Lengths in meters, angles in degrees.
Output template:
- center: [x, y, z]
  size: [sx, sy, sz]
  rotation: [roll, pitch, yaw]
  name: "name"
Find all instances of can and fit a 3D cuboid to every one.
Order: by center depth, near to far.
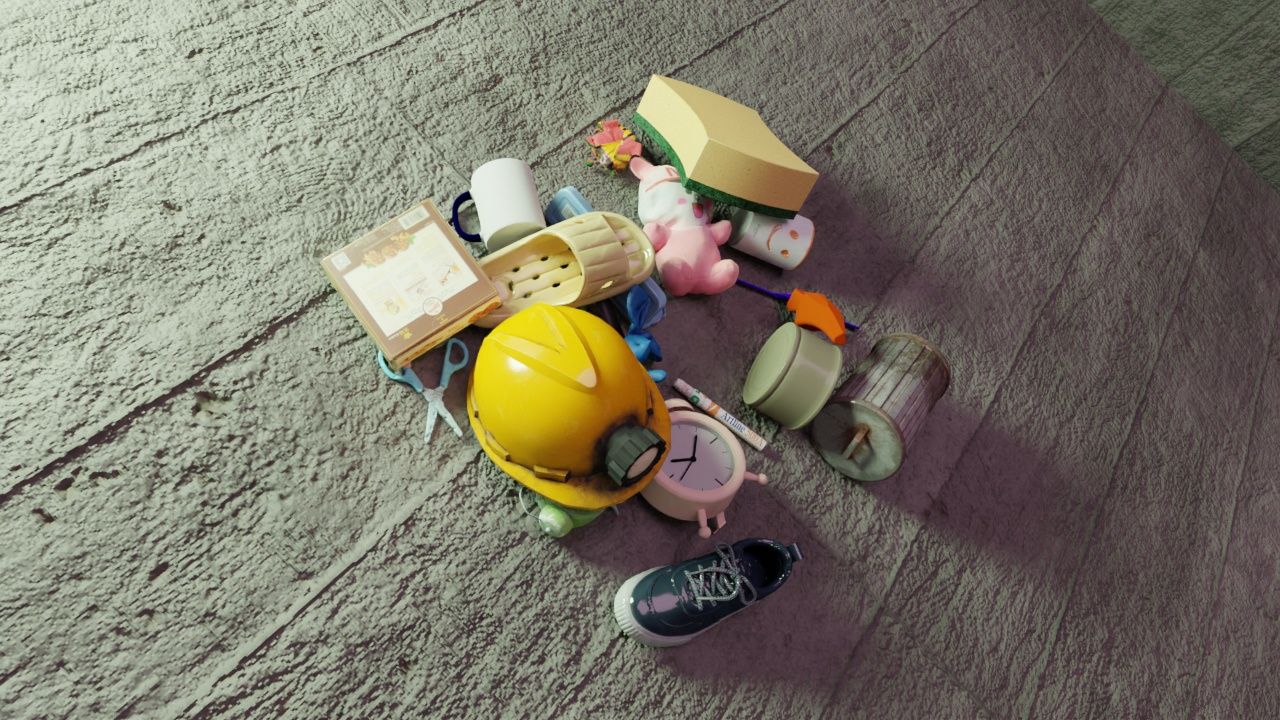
- center: [0.200, 0.020, 1.219]
  size: [0.073, 0.128, 0.127]
  rotation: [29, 52, -10]
  name: "can"

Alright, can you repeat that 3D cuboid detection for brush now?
- center: [0.120, -0.312, 1.336]
  size: [0.194, 0.075, 0.250]
  rotation: [10, 33, -30]
  name: "brush"

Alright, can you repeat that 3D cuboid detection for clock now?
- center: [-0.081, 0.146, 1.035]
  size: [0.119, 0.043, 0.094]
  rotation: [-13, 69, -34]
  name: "clock"
- center: [0.054, 0.130, 1.111]
  size: [0.160, 0.086, 0.130]
  rotation: [45, 50, 12]
  name: "clock"

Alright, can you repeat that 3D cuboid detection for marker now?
- center: [0.104, 0.070, 1.204]
  size: [0.145, 0.017, 0.017]
  rotation: [36, 51, -7]
  name: "marker"

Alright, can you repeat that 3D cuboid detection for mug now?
- center: [-0.182, -0.189, 1.159]
  size: [0.112, 0.079, 0.096]
  rotation: [-14, 68, -6]
  name: "mug"
- center: [0.193, -0.190, 1.368]
  size: [0.105, 0.082, 0.082]
  rotation: [19, 55, -19]
  name: "mug"

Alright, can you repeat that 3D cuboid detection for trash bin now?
- center: [0.333, 0.064, 1.270]
  size: [0.131, 0.131, 0.210]
  rotation: [47, 49, 2]
  name: "trash bin"

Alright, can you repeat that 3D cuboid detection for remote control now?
- center: [-0.054, -0.093, 1.178]
  size: [0.033, 0.015, 0.147]
  rotation: [-24, 92, -80]
  name: "remote control"

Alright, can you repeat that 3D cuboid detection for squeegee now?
- center: [0.246, -0.066, 1.292]
  size: [0.249, 0.055, 0.184]
  rotation: [19, 19, -20]
  name: "squeegee"

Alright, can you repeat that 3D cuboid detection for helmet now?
- center: [-0.082, 0.025, 0.994]
  size: [0.204, 0.131, 0.255]
  rotation: [-38, 65, -22]
  name: "helmet"

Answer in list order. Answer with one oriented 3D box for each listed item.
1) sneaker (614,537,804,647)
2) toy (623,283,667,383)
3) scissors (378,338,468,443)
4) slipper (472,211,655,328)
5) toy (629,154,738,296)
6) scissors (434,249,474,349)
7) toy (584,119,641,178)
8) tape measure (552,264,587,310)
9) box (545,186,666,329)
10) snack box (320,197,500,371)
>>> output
- center: [0.082, 0.254, 1.037]
  size: [0.235, 0.088, 0.089]
  rotation: [-12, 70, -35]
  name: "sneaker"
- center: [-0.007, 0.007, 1.130]
  size: [0.113, 0.071, 0.176]
  rotation: [47, 41, -43]
  name: "toy"
- center: [-0.227, 0.025, 1.038]
  size: [0.119, 0.015, 0.138]
  rotation: [-34, 87, -31]
  name: "scissors"
- center: [-0.097, -0.118, 1.101]
  size: [0.261, 0.079, 0.111]
  rotation: [-23, 80, -21]
  name: "slipper"
- center: [0.055, -0.190, 1.287]
  size: [0.141, 0.084, 0.213]
  rotation: [-1, 65, -32]
  name: "toy"
- center: [-0.217, -0.078, 1.104]
  size: [0.130, 0.019, 0.149]
  rotation: [-12, 71, -32]
  name: "scissors"
- center: [-0.039, -0.312, 1.332]
  size: [0.084, 0.046, 0.103]
  rotation: [16, 50, -5]
  name: "toy"
- center: [-0.096, -0.089, 1.165]
  size: [0.058, 0.036, 0.065]
  rotation: [2, 73, -49]
  name: "tape measure"
- center: [-0.035, -0.141, 1.222]
  size: [0.210, 0.073, 0.078]
  rotation: [51, 37, 7]
  name: "box"
- center: [-0.256, -0.086, 1.031]
  size: [0.143, 0.041, 0.147]
  rotation: [-35, 79, -16]
  name: "snack box"
